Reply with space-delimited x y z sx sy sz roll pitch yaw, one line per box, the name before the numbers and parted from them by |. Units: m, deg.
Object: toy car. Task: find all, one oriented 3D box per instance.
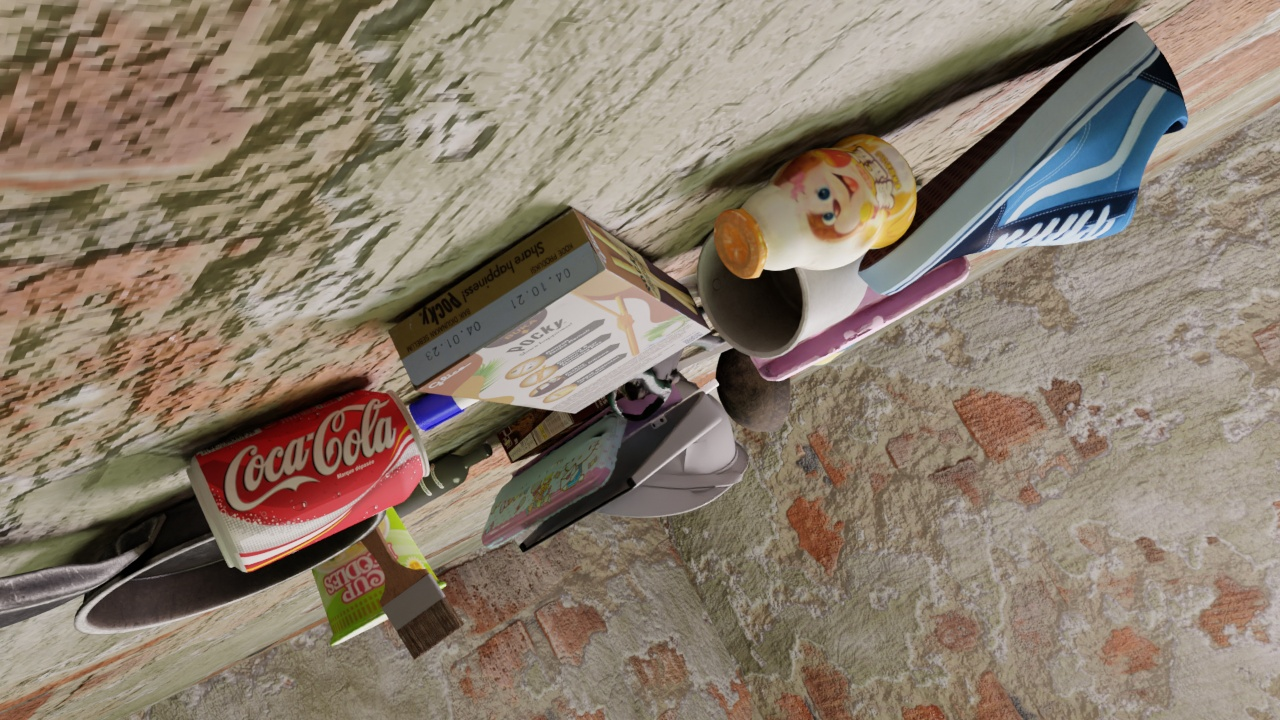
toy car | 0.011 -0.010 0.742 0.048 0.040 0.113 -23 153 -29

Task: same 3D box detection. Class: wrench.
wrench | 0.052 -0.002 0.951 0.273 0.018 0.087 -23 -176 -10

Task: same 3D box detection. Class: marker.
marker | -0.078 0.003 0.575 0.141 0.020 0.020 -28 172 1

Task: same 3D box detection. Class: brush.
brush | -0.186 0.146 0.669 0.045 0.143 0.008 -37 172 5

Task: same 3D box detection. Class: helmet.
helmet | 0.021 0.071 1.006 0.184 0.118 0.270 3 -166 22

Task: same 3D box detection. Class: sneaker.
sneaker | 0.239 -0.097 0.537 0.241 0.098 0.083 -39 -176 -15

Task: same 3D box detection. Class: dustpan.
dustpan | 0.010 0.077 0.849 0.164 0.033 0.256 -36 176 41

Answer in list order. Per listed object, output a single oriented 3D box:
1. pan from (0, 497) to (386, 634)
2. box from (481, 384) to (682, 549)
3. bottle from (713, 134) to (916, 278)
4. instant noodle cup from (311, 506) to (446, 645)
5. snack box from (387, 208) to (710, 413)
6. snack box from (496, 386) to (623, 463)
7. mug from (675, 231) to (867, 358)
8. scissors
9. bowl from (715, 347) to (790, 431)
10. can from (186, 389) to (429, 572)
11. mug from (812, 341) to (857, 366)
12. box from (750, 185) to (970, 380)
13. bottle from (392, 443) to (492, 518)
pan | -0.273 0.112 0.503 0.187 0.055 0.357 -28 165 6
box | -0.063 0.094 0.849 0.215 0.049 0.149 -36 -171 44
bottle | 0.090 -0.077 0.478 0.108 0.063 0.063 -24 171 -26
instant noodle cup | -0.225 0.158 0.742 0.099 0.108 0.099 -28 172 -4
snack box | -0.035 -0.016 0.481 0.101 0.031 0.186 -31 165 12
snack box | -0.064 0.047 0.851 0.141 0.031 0.050 -32 171 30
mug | 0.077 -0.052 0.568 0.070 0.084 0.113 -25 -159 -38
scissors | -0.008 0.006 0.678 0.209 0.015 0.147 0 139 -52
bowl | 0.118 0.023 1.038 0.056 0.121 0.121 -5 165 -17
can | -0.167 0.058 0.467 0.104 0.064 0.064 -24 171 -25
mug | 0.173 -0.053 0.875 0.113 0.083 0.107 7 156 -23
box | 0.164 -0.064 0.766 0.202 0.087 0.102 -30 159 19
bottle | -0.182 0.106 0.836 0.113 0.030 0.030 -30 172 16
